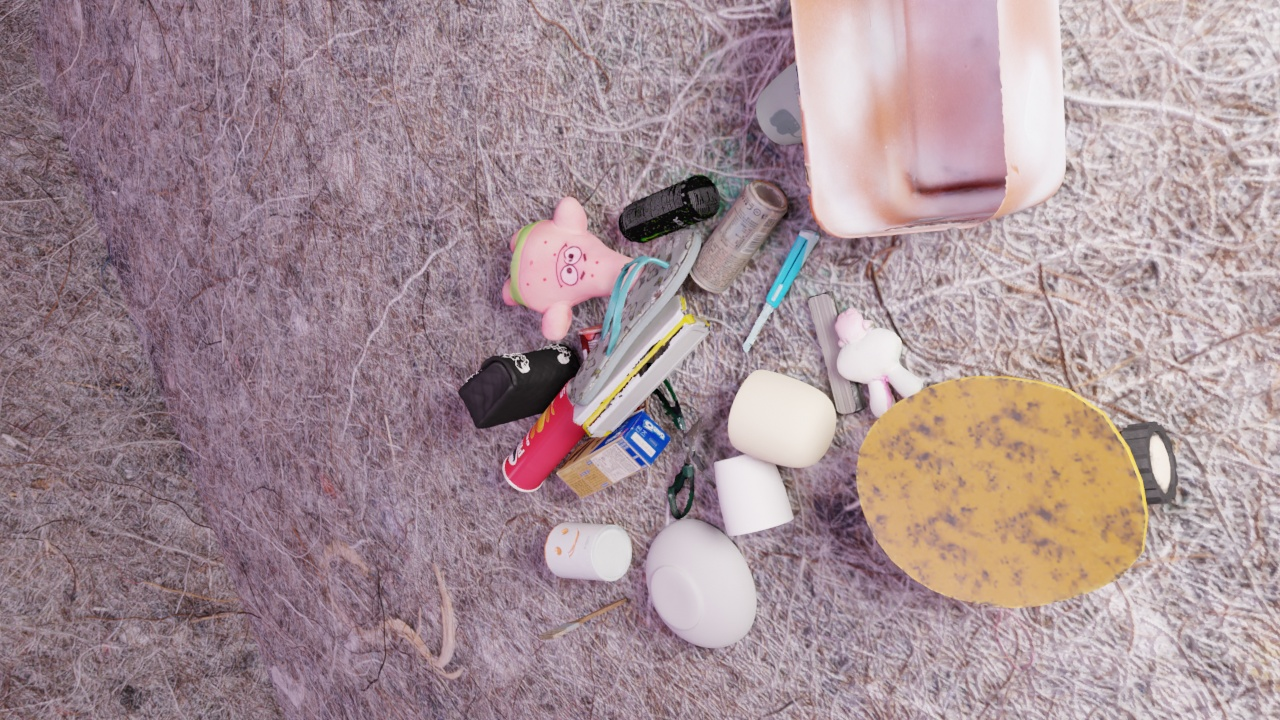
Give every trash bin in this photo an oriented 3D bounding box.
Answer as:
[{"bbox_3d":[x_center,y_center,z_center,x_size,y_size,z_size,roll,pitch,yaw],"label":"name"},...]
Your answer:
[{"bbox_3d":[0.254,-0.249,0.794,0.182,0.157,0.260,1,104,45],"label":"trash bin"}]

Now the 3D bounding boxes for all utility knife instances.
[{"bbox_3d":[0.158,-0.075,1.047,0.022,0.015,0.177,28,126,7],"label":"utility knife"}]

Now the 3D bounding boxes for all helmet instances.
[{"bbox_3d":[0.338,0.103,0.832,0.256,0.131,0.205,-15,92,46],"label":"helmet"}]

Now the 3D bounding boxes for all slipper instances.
[{"bbox_3d":[-0.023,-0.062,1.127,0.269,0.054,0.098,-53,22,23],"label":"slipper"}]

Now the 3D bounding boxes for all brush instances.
[{"bbox_3d":[-0.077,0.371,1.323,0.045,0.142,0.008,-27,81,55],"label":"brush"}]

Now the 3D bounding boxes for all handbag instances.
[{"bbox_3d":[-0.174,0.016,1.314,0.125,0.153,0.114,-41,69,38],"label":"handbag"}]

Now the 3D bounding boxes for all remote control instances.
[{"bbox_3d":[0.215,-0.007,1.008,0.033,0.013,0.136,-14,90,46],"label":"remote control"}]

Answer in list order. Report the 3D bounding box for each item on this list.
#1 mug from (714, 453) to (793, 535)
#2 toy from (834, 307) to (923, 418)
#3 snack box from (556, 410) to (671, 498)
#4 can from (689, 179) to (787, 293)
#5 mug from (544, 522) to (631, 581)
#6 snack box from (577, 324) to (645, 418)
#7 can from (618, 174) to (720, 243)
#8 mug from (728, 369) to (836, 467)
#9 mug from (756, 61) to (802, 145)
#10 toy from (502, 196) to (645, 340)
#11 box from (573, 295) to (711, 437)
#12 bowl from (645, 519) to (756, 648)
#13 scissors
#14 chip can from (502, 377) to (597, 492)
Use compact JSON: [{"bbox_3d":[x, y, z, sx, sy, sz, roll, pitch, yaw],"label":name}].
[{"bbox_3d":[0.126,0.159,1.109,0.114,0.080,0.087,150,106,-66],"label":"mug"},{"bbox_3d":[0.245,0.001,0.963,0.079,0.037,0.122,-39,79,47],"label":"toy"},{"bbox_3d":[-0.039,0.130,1.245,0.056,0.057,0.207,46,145,-7],"label":"snack box"},{"bbox_3d":[0.111,-0.140,1.044,0.054,0.054,0.136,54,134,20],"label":"can"},{"bbox_3d":[-0.076,0.279,1.340,0.105,0.082,0.082,-8,96,45],"label":"mug"},{"bbox_3d":[-0.038,0.012,1.228,0.072,0.072,0.121,-4,100,46],"label":"snack box"},{"bbox_3d":[0.034,-0.181,1.109,0.138,0.053,0.054,-14,92,46],"label":"can"},{"bbox_3d":[0.168,0.076,1.031,0.100,0.096,0.120,18,153,31],"label":"mug"},{"bbox_3d":[0.182,-0.252,0.929,0.111,0.084,0.104,49,150,-15],"label":"mug"},{"bbox_3d":[-0.094,-0.121,1.228,0.237,0.096,0.192,10,97,31],"label":"toy"},{"bbox_3d":[-0.003,0.012,1.147,0.070,0.067,0.210,44,109,2],"label":"box"},{"bbox_3d":[0.065,0.303,1.214,0.177,0.066,0.177,16,113,42],"label":"bowl"},{"bbox_3d":[0.045,0.113,1.198,0.204,0.015,0.201,101,149,-43],"label":"scissors"},{"bbox_3d":[-0.128,0.111,1.350,0.069,0.069,0.221,57,134,17],"label":"chip can"}]
